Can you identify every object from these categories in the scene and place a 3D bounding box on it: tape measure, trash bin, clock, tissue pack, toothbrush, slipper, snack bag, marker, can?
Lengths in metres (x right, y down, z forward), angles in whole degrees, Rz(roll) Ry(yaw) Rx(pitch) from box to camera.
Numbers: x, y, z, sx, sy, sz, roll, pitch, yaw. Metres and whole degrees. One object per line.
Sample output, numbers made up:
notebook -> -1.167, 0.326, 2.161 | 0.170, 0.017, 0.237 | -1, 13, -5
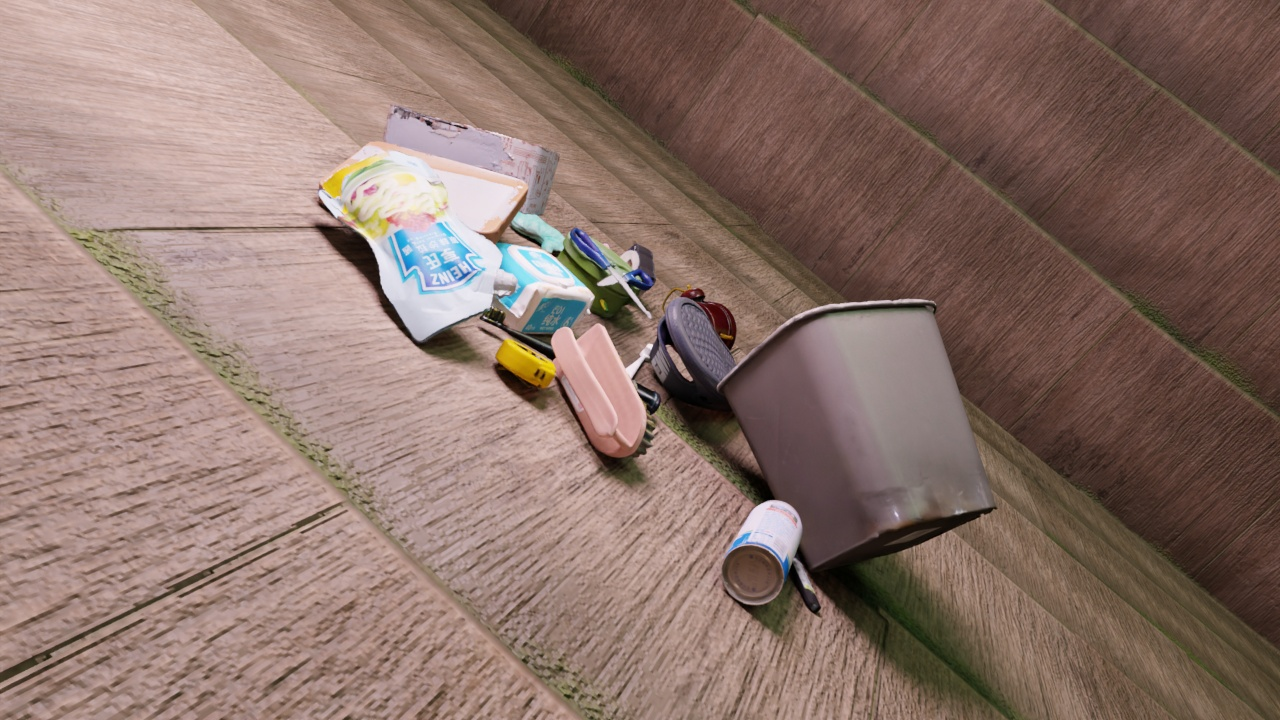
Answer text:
tape measure -> -0.104, 0.006, 0.830 | 0.057, 0.029, 0.060 | 32, 1, -10
trash bin -> 0.223, 0.078, 0.926 | 0.198, 0.200, 0.219 | -6, 65, -30
clock -> -0.056, -0.111, 1.180 | 0.116, 0.056, 0.161 | 39, 17, 1
tissue pack -> -0.115, -0.077, 0.961 | 0.090, 0.063, 0.139 | 43, 18, 19
toothbrush -> -0.068, 0.001, 0.920 | 0.212, 0.027, 0.026 | 30, -1, -27
slipper -> 0.064, 0.014, 1.084 | 0.268, 0.083, 0.110 | 37, 32, -66
snack bag -> -0.196, -0.106, 0.812 | 0.110, 0.039, 0.191 | -25, 65, -34
marker -> 0.146, 0.194, 0.886 | 0.018, 0.015, 0.124 | 27, 23, -30
can -> 0.110, 0.166, 0.813 | 0.053, 0.053, 0.134 | 41, 17, 8
toothbrush -> -0.006, 0.006, 1.048 | 0.016, 0.016, 0.179 | 34, 17, 3
clock -> 0.075, -0.049, 1.243 | 0.055, 0.082, 0.122 | 1, 42, -53
tape measure -> -0.011, -0.119, 1.273 | 0.033, 0.066, 0.065 | 25, 40, -33

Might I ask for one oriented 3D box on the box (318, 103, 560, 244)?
box -> -0.199, -0.197, 0.970 | 0.178, 0.107, 0.271 | 16, 23, 3

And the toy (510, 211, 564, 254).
toy -> -0.134, -0.168, 1.215 | 0.092, 0.030, 0.096 | 32, 24, -12

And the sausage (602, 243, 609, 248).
sausage -> -0.054, -0.144, 1.329 | 0.020, 0.020, 0.155 | 34, 18, -12

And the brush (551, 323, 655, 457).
brush -> -0.037, 0.030, 0.842 | 0.073, 0.063, 0.145 | 39, 17, -46

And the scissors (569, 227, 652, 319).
scissors -> -0.028, -0.104, 1.099 | 0.176, 0.012, 0.162 | 48, 20, 25
